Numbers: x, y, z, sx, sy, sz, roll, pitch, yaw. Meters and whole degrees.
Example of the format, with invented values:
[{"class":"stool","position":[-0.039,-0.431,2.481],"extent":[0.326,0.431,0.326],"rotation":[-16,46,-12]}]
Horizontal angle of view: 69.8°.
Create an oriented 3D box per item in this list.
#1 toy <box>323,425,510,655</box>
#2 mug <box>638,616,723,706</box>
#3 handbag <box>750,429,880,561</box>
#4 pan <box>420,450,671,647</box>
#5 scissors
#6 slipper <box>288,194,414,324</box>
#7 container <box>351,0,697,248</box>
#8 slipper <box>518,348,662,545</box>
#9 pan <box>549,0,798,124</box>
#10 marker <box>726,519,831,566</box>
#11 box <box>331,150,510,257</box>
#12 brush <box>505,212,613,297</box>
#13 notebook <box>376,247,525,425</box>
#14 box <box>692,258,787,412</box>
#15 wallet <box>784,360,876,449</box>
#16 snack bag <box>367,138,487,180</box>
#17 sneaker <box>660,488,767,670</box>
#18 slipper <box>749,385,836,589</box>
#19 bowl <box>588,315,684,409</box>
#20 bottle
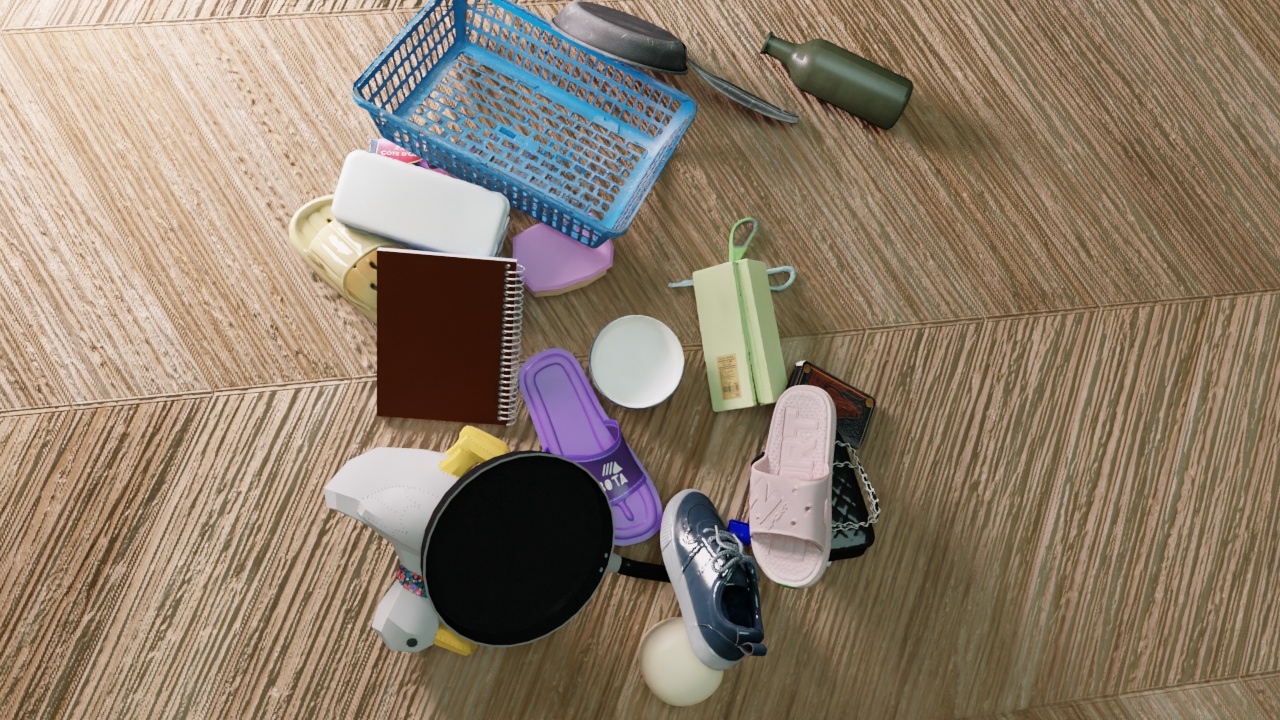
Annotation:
[{"class":"toy","position":[-0.248,0.201,1.059],"extent":[0.246,0.141,0.267],"rotation":[33,88,-11]},{"class":"mug","position":[0.060,0.349,1.075],"extent":[0.120,0.100,0.096],"rotation":[-21,82,-9]},{"class":"handbag","position":[0.206,0.165,1.106],"extent":[0.125,0.115,0.153],"rotation":[-12,70,-3]},{"class":"pan","position":[-0.081,0.224,1.054],"extent":[0.356,0.034,0.225],"rotation":[17,94,-32]},{"class":"scissors","position":[0.127,-0.108,1.207],"extent":[0.160,0.025,0.171],"rotation":[27,83,-6]},{"class":"slipper","position":[-0.326,-0.116,1.137],"extent":[0.261,0.079,0.111],"rotation":[44,76,3]},{"class":"container","position":[-0.140,-0.301,1.153],"extent":[0.362,0.089,0.256],"rotation":[28,60,0]},{"class":"slipper","position":[-0.065,0.105,1.116],"extent":[0.107,0.084,0.266],"rotation":[-27,83,-9]},{"class":"pan","position":[0.054,-0.388,1.197],"extent":[0.356,0.187,0.055],"rotation":[14,118,-15]},{"class":"marker","position":[0.174,0.228,1.147],"extent":[0.133,0.023,0.027],"rotation":[15,71,-2]},{"class":"box","position":[-0.263,-0.182,1.100],"extent":[0.215,0.083,0.122],"rotation":[15,56,-6]},{"class":"brush","position":[-0.147,-0.118,1.164],"extent":[0.228,0.043,0.089],"rotation":[-19,81,-11]},{"class":"notebook","position":[-0.230,-0.025,1.107],"extent":[0.171,0.022,0.209],"rotation":[4,110,-4]},{"class":"box","position":[0.137,-0.033,1.178],"extent":[0.083,0.092,0.188],"rotation":[-4,86,-44]},{"class":"wallet","position":[0.239,0.056,1.165],"extent":[0.123,0.019,0.072],"rotation":[28,73,-20]},{"class":"snack bag","position":[-0.276,-0.253,1.185],"extent":[0.155,0.018,0.074],"rotation":[2,55,-5]},{"class":"sneaker","position":[0.089,0.239,1.060],"extent":[0.089,0.088,0.235],"rotation":[18,42,-33]},{"class":"slipper","position":[0.174,0.139,1.059],"extent":[0.094,0.064,0.239],"rotation":[2,73,26]},{"class":"bowl","position":[-0.007,0.007,1.150],"extent":[0.118,0.062,0.118],"rotation":[1,80,-5]},{"class":"bottle","position":[0.261,-0.386,1.241],"extent":[0.207,0.071,0.071],"rotation":[25,78,0]}]
